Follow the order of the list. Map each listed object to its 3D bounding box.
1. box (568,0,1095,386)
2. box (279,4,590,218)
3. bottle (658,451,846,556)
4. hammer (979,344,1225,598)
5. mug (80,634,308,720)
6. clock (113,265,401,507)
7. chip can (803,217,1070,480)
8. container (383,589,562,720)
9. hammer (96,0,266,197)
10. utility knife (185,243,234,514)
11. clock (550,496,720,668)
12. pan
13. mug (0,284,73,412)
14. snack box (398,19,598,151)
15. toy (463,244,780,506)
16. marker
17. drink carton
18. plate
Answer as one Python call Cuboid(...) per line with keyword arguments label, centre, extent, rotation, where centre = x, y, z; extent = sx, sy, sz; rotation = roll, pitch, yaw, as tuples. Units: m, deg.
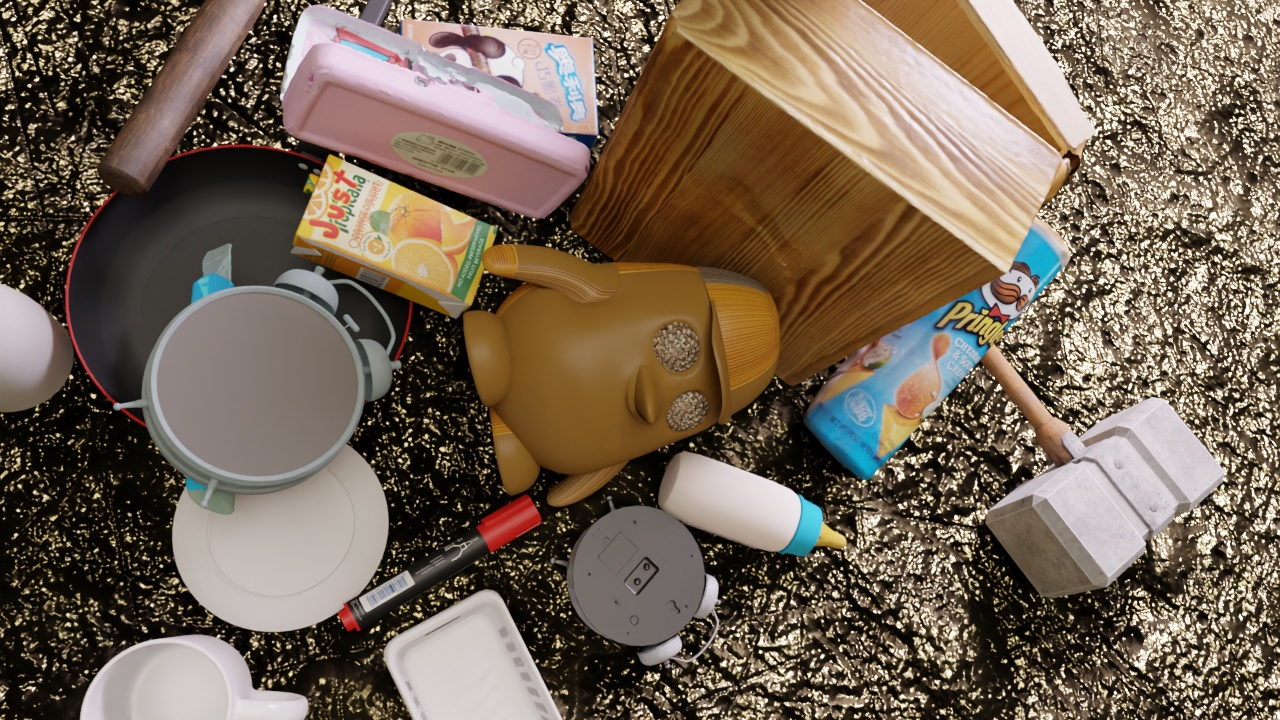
Cuboid(label="box", centre=(0.132, -0.145, 0.638), extent=(0.257, 0.280, 0.215), rotation=(37, 68, -4))
Cuboid(label="box", centre=(-0.136, -0.174, 0.629), extent=(0.201, 0.088, 0.095), rotation=(14, 55, -35))
Cuboid(label="bottle", centre=(0.087, 0.112, 0.677), extent=(0.146, 0.051, 0.051), rotation=(21, 71, -10))
Cuboid(label="hammer", centre=(0.305, 0.016, 0.760), extent=(0.162, 0.083, 0.317), rotation=(-31, 78, -21))
Cuboid(label="mug", centre=(-0.252, 0.201, 0.535), extent=(0.110, 0.091, 0.073), rotation=(9, 73, -14))
Cuboid(label="clock", centre=(-0.221, 0.010, 0.555), extent=(0.159, 0.045, 0.122), rotation=(-42, 99, -29))
Cuboid(label="chip can", centre=(0.222, -0.016, 0.705), extent=(0.080, 0.080, 0.229), rotation=(43, 88, -2))
Cuboid(label="container", centre=(-0.104, 0.223, 0.594), extent=(0.080, 0.050, 0.129), rotation=(-26, 84, -21))
Cuboid(label="hammer", centre=(-0.247, -0.231, 0.624), extent=(0.218, 0.037, 0.299), rotation=(12, 65, 12))
Cuboid(label="utility knife", centre=(-0.264, 0.009, 0.568), extent=(0.031, 0.015, 0.173), rotation=(1, 77, -18))
Cuboid(label="clock", centre=(0.003, 0.160, 0.650), extent=(0.122, 0.035, 0.094), rotation=(45, 69, -2))
Cuboid(label="pan", centre=(-0.240, -0.108, 0.635), extent=(0.209, 0.067, 0.355), rotation=(21, 71, -10))
Cuboid(label="mug", centre=(-0.408, -0.003, 0.546), extent=(0.107, 0.090, 0.071), rotation=(-36, 87, -21))
Cuboid(label="snack box", centre=(-0.111, -0.213, 0.717), extent=(0.151, 0.034, 0.087), rotation=(0, 76, -16))
Cuboid(label="toy", centre=(-0.004, 0.003, 0.612), extent=(0.203, 0.162, 0.199), rotation=(-13, 118, -5))
Cuboid(label="marker", centre=(-0.135, 0.137, 0.623), extent=(0.144, 0.021, 0.023), rotation=(-29, 107, -21))
Cuboid(label="drink carton", centre=(-0.164, -0.080, 0.603), extent=(0.122, 0.041, 0.058), rotation=(22, 71, -19))
Cuboid(label="plate", centre=(-0.236, 0.109, 0.607), extent=(0.134, 0.011, 0.134), rotation=(4, 74, -15))
